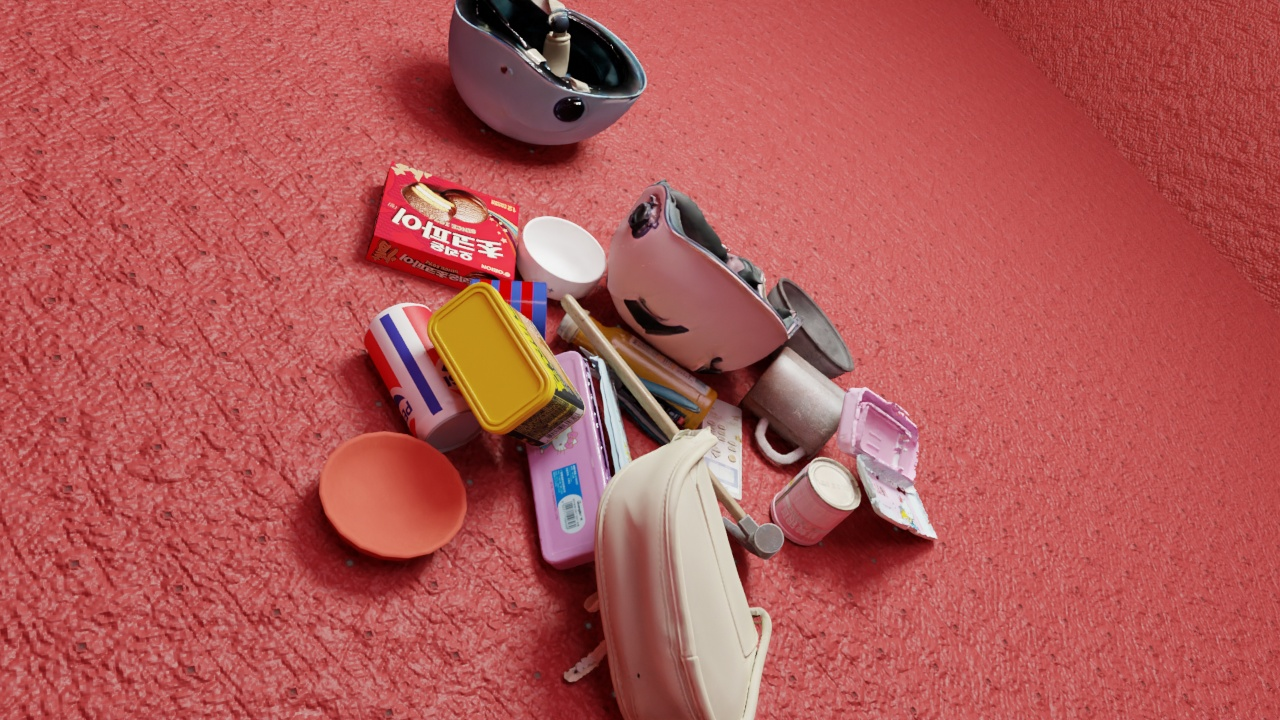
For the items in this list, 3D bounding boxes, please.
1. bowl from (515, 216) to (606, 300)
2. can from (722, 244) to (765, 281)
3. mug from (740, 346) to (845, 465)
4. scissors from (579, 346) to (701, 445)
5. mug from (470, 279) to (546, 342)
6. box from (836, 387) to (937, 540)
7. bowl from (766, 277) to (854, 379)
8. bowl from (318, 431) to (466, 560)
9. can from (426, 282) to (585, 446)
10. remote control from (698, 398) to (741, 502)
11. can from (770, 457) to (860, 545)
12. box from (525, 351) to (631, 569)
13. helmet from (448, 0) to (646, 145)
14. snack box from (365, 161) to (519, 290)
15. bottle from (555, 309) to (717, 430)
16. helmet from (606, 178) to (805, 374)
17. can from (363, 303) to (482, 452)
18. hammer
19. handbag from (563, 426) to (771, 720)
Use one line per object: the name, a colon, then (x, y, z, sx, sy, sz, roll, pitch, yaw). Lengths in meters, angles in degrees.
bowl: (-0.096, -0.112, 1.060, 0.105, 0.054, 0.104, 18, 45, -19)
can: (0.101, -0.116, 1.191, 0.114, 0.063, 0.063, 33, 40, -3)
mug: (0.172, 0.060, 1.059, 0.110, 0.096, 0.122, 38, 65, 12)
scissors: (-0.001, 0.039, 0.975, 0.150, 0.121, 0.019, 0, 18, 21)
mug: (-0.137, -0.052, 0.949, 0.076, 0.075, 0.111, 2, 26, -8)
box: (0.279, 0.122, 1.039, 0.201, 0.059, 0.155, 28, 56, -52)
bowl: (0.196, -0.027, 1.147, 0.145, 0.067, 0.144, 41, 24, -23)
bowl: (-0.210, 0.119, 0.768, 0.122, 0.035, 0.121, 19, 42, -18)
can: (-0.118, 0.008, 0.829, 0.130, 0.072, 0.101, 55, 5, 21)
remote control: (0.088, 0.095, 1.014, 0.050, 0.011, 0.135, 23, 41, -14)
can: (0.185, 0.151, 0.975, 0.067, 0.076, 0.067, 19, 42, -19)
box: (-0.051, 0.101, 0.887, 0.092, 0.090, 0.214, 57, 17, -56)
helmet: (-0.130, -0.381, 1.212, 0.265, 0.167, 0.225, 10, 48, -24)
snack box: (-0.216, -0.144, 1.023, 0.152, 0.036, 0.132, 17, 43, -20)
bottle: (-0.006, 0.006, 1.004, 0.186, 0.053, 0.053, 34, 40, -1)
helmet: (0.055, -0.079, 1.026, 0.230, 0.153, 0.255, 41, 9, -31)
can: (-0.200, 0.015, 0.850, 0.070, 0.070, 0.132, -12, 59, -41)
hammer: (0.022, 0.064, 0.916, 0.030, 0.119, 0.331, -39, 79, -9)
handbag: (0.023, 0.191, 0.781, 0.183, 0.132, 0.229, -28, 104, -57)
